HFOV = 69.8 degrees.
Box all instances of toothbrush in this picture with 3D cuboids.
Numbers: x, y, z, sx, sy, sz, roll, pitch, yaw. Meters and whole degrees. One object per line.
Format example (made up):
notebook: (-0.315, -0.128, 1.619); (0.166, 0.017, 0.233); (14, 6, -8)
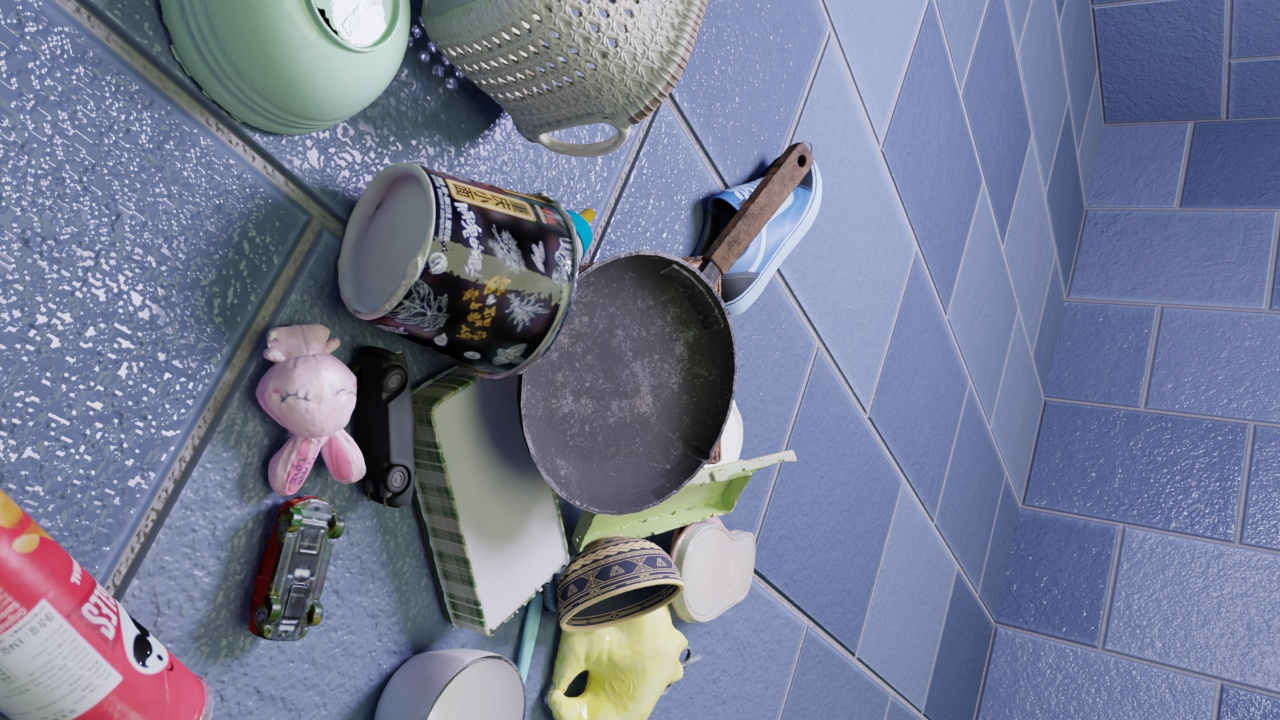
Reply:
toothbrush: (-0.110, 0.291, 0.797); (0.016, 0.017, 0.180); (27, 72, -52)
toothbrush: (-0.086, 0.137, 0.800); (0.016, 0.017, 0.189); (-25, 116, -48)

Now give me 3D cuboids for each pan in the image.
pan: (0.033, -0.043, 0.724); (0.356, 0.040, 0.207); (-54, 125, -17)

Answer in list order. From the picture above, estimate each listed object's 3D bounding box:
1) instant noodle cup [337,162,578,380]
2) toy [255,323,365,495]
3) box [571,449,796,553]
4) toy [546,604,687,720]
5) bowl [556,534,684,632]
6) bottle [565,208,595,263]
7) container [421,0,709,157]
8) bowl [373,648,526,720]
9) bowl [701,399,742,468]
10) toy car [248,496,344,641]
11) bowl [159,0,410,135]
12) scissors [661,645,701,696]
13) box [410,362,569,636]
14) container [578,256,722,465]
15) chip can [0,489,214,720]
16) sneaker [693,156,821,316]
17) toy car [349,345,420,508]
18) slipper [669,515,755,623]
instant noodle cup: (-0.128, -0.064, 0.613); (0.112, 0.137, 0.137); (18, 81, -45)
toy: (-0.207, 0.032, 0.579); (0.063, 0.047, 0.110); (-19, 115, -44)
box: (0.038, 0.123, 0.853); (0.187, 0.141, 0.044); (-9, 67, -32)
toy: (-0.019, 0.283, 0.883); (0.154, 0.065, 0.170); (17, 78, -36)
bowl: (-0.024, 0.189, 0.809); (0.112, 0.113, 0.061); (26, 39, -54)
bottle: (-0.077, -0.083, 0.742); (0.145, 0.051, 0.051); (-51, 135, -38)
container: (-0.045, -0.287, 0.648); (0.142, 0.185, 0.246); (25, 73, -44)
bowl: (-0.148, 0.270, 0.691); (0.116, 0.066, 0.116); (-15, 108, -54)
bowl: (0.054, 0.079, 0.947); (0.153, 0.073, 0.153); (-14, 108, -52)
toy car: (-0.221, 0.132, 0.584); (0.042, 0.036, 0.091); (26, 76, -54)
bowl: (-0.190, -0.210, 0.532); (0.150, 0.077, 0.151); (-13, 105, -55)
scissors: (0.022, 0.308, 0.991); (0.094, 0.014, 0.170); (-43, 132, -32)
box: (-0.120, 0.101, 0.719); (0.117, 0.050, 0.206); (-39, 127, -49)
container: (-0.005, 0.005, 0.809); (0.112, 0.114, 0.198); (-14, 106, -49)
chip can: (-0.301, 0.116, 0.434); (0.073, 0.073, 0.233); (-53, 135, -36)
sneaker: (0.128, -0.165, 1.002); (0.240, 0.083, 0.098); (-58, 139, -27)
toy car: (-0.174, 0.045, 0.629); (0.034, 0.046, 0.112); (-14, 109, -52)
slipper: (0.072, 0.226, 1.013); (0.274, 0.054, 0.114); (29, 68, -66)
